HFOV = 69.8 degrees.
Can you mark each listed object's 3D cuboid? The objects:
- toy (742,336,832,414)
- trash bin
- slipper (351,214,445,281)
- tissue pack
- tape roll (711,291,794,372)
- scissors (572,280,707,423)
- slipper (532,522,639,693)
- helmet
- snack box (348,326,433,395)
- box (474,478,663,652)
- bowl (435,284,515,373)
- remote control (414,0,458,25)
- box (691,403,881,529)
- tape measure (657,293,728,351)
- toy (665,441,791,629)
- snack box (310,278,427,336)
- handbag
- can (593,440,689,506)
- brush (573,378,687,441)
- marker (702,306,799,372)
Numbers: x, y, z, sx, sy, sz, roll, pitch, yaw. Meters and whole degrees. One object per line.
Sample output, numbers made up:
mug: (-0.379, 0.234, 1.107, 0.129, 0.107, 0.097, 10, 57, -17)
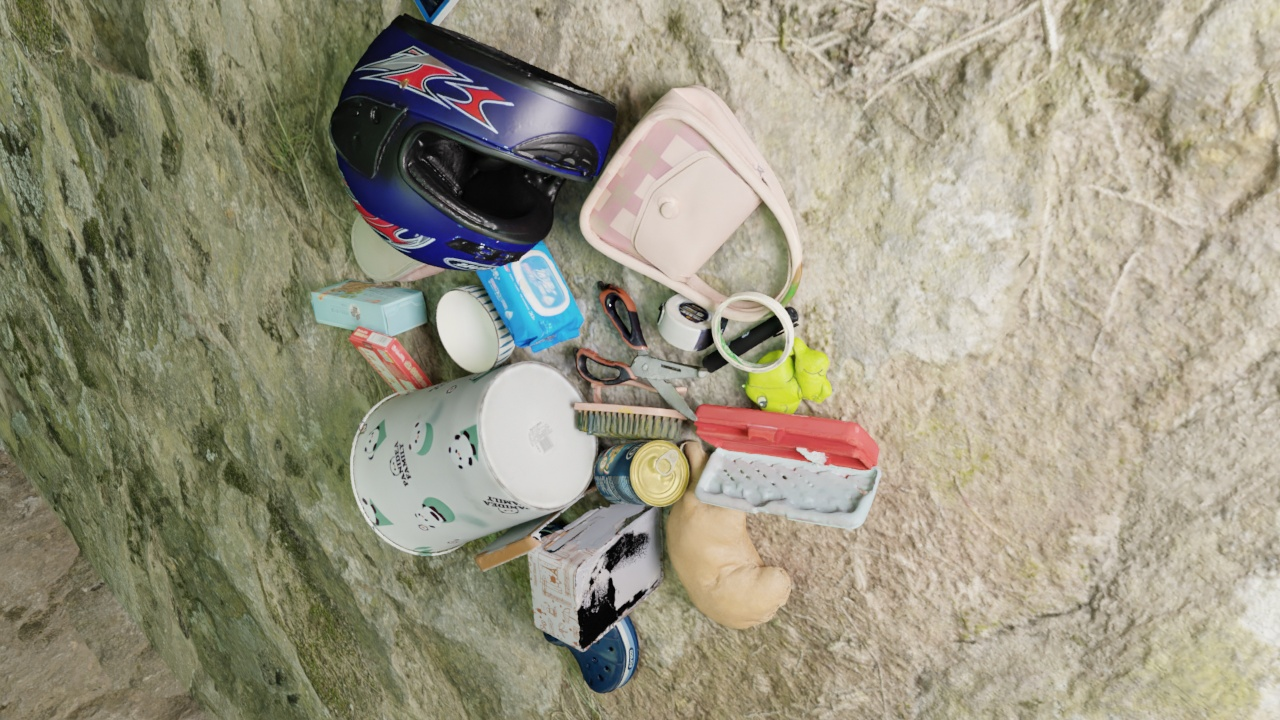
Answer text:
toy: (0.153, 0.020, 0.963, 0.100, 0.031, 0.097, 4, 112, 33)
trash bin: (-0.205, 0.118, 1.168, 0.253, 0.228, 0.229, -20, 96, 42)
slipper: (-0.300, -0.168, 1.232, 0.275, 0.054, 0.114, -7, 105, 44)
tissue pack: (-0.135, -0.088, 1.108, 0.052, 0.094, 0.157, -31, 87, 42)
tape roll: (0.114, -0.028, 0.937, 0.086, 0.013, 0.086, 14, 121, 24)
scissors: (-0.008, -0.004, 1.057, 0.190, 0.015, 0.225, -39, 65, 41)
slipper: (-0.089, 0.350, 1.272, 0.105, 0.095, 0.253, -25, 90, 46)
helmet: (-0.185, -0.213, 0.978, 0.315, 0.246, 0.241, 34, 111, 37)
snack box: (-0.350, 0.012, 1.319, 0.075, 0.025, 0.153, 17, 152, 28)
box: (-0.097, 0.235, 1.163, 0.185, 0.182, 0.154, 13, 117, 35)
bowl: (-0.205, -0.047, 1.201, 0.116, 0.066, 0.117, 18, 121, 33)
remote control: (-0.222, -0.441, 1.063, 0.125, 0.024, 0.049, -29, 90, 42)
box: (0.143, 0.115, 0.965, 0.202, 0.101, 0.095, 5, 156, 37)
tape measure: (0.052, -0.041, 0.993, 0.066, 0.065, 0.034, 36, 130, 21)
toy: (0.083, 0.209, 1.080, 0.144, 0.082, 0.226, -37, 80, 36)
snack box: (-0.397, -0.078, 1.338, 0.175, 0.074, 0.052, 11, 115, 35)
handbag: (0.067, -0.140, 0.938, 0.234, 0.093, 0.194, 44, 132, 1)
can: (-0.001, 0.135, 1.090, 0.111, 0.075, 0.075, -15, 100, 63)
brush: (-0.006, 0.059, 1.095, 0.146, 0.063, 0.073, 0, 80, 38)
marker: (0.117, -0.020, 0.982, 0.132, 0.020, 0.022, -33, 82, 42)
